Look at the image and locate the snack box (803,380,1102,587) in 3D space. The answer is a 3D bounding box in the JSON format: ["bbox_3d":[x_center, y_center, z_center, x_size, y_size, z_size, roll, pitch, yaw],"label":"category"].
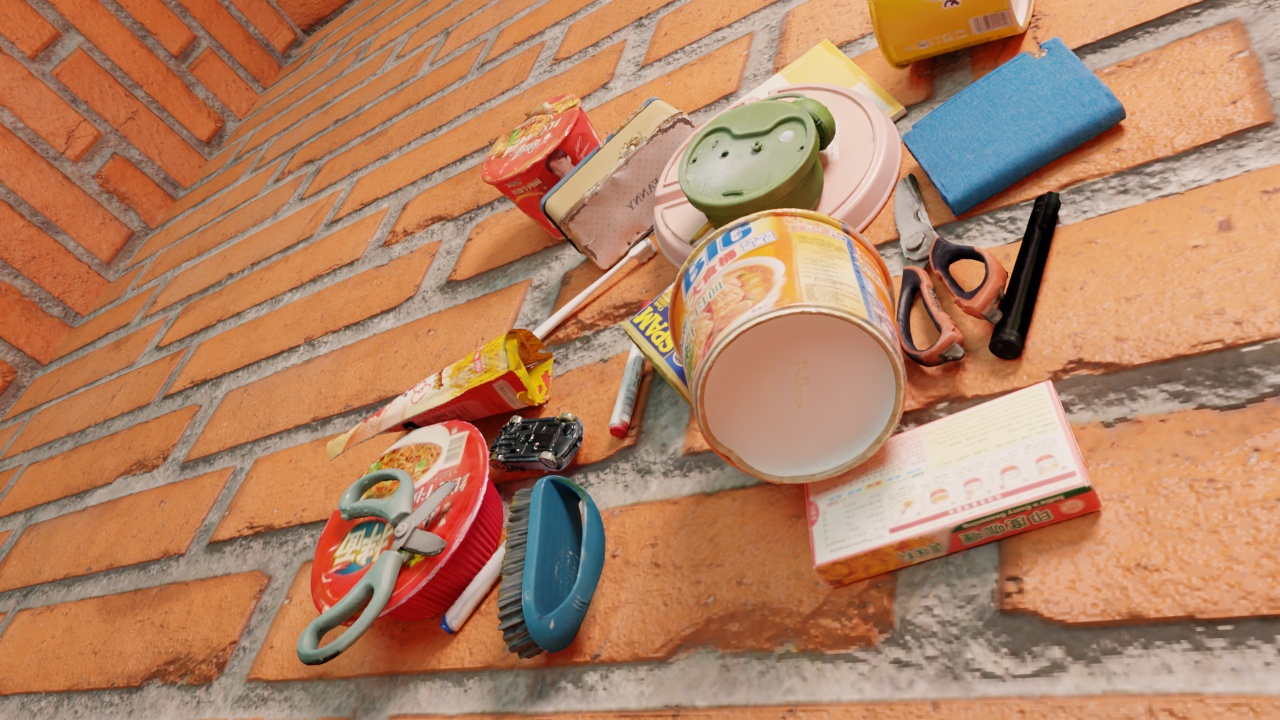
[{"bbox_3d":[0.171,0.072,0.529,0.156,0.027,0.076,-24,38,25],"label":"snack box"}]

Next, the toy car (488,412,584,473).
[{"bbox_3d":[-0.087,0.073,0.781,0.106,0.031,0.048,-8,48,42],"label":"toy car"}]

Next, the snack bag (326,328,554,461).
[{"bbox_3d":[-0.186,0.039,0.872,0.208,0.073,0.128,-22,3,22],"label":"snack bag"}]

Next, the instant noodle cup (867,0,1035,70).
[{"bbox_3d":[0.268,-0.327,0.782,0.110,0.138,0.137,2,53,35],"label":"instant noodle cup"}]

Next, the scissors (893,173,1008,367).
[{"bbox_3d":[0.214,-0.084,0.653,0.183,0.015,0.209,-10,51,62],"label":"scissors"}]

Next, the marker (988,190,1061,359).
[{"bbox_3d":[0.252,-0.057,0.595,0.020,0.022,0.131,24,63,8],"label":"marker"}]

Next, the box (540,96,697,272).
[{"bbox_3d":[-0.015,-0.174,0.928,0.184,0.090,0.063,-40,41,1],"label":"box"}]

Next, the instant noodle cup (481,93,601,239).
[{"bbox_3d":[-0.091,-0.209,1.024,0.138,0.108,0.137,-27,37,22],"label":"instant noodle cup"}]

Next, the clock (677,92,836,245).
[{"bbox_3d":[0.099,-0.166,0.758,0.116,0.056,0.160,1,57,31],"label":"clock"}]

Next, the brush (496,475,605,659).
[{"bbox_3d":[-0.059,0.140,0.658,0.074,0.055,0.143,-27,37,21],"label":"brush"}]

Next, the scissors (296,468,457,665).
[{"bbox_3d":[-0.218,0.153,0.721,0.175,0.019,0.169,14,62,49],"label":"scissors"}]

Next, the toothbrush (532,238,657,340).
[{"bbox_3d":[-0.057,-0.059,0.913,0.180,0.016,0.016,-38,32,10],"label":"toothbrush"}]

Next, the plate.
[{"bbox_3d":[0.112,-0.164,0.808,0.230,0.028,0.229,-17,48,19],"label":"plate"}]

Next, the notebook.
[{"bbox_3d":[0.156,-0.239,0.898,0.146,0.010,0.206,-33,35,13],"label":"notebook"}]

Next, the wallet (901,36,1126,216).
[{"bbox_3d":[0.274,-0.175,0.689,0.133,0.040,0.106,-30,45,17],"label":"wallet"}]

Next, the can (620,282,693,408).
[{"bbox_3d":[0.043,-0.022,0.735,0.083,0.057,0.102,-40,35,-1],"label":"can"}]

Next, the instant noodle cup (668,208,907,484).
[{"bbox_3d":[0.092,-0.004,0.565,0.152,0.151,0.111,-30,24,18],"label":"instant noodle cup"}]

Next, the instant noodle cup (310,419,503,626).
[{"bbox_3d":[-0.184,0.144,0.770,0.194,0.066,0.193,-27,38,23],"label":"instant noodle cup"}]

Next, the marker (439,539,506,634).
[{"bbox_3d":[-0.107,0.154,0.726,0.145,0.017,0.017,-51,35,-13],"label":"marker"}]

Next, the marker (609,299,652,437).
[{"bbox_3d":[-0.005,0.005,0.787,0.017,0.017,0.144,-16,42,33],"label":"marker"}]
